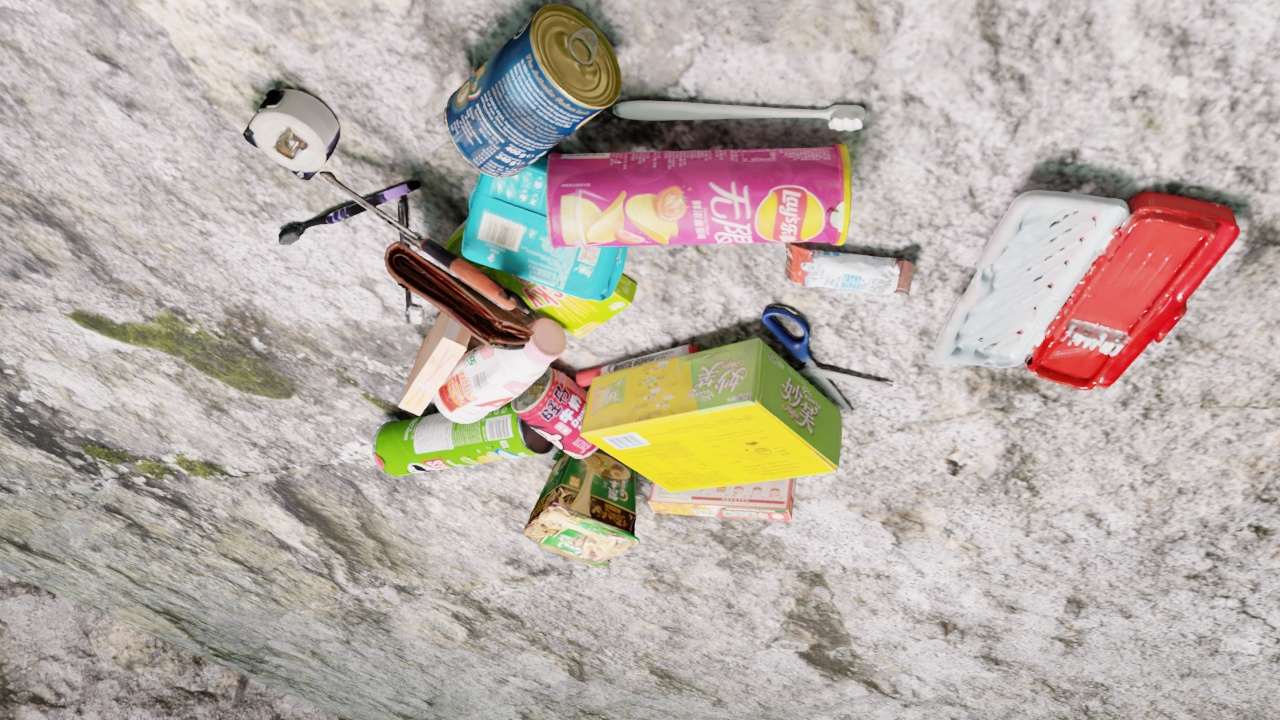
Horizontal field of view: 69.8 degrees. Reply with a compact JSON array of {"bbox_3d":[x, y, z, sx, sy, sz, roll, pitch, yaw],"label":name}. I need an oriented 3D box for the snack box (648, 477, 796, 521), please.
[{"bbox_3d":[0.092,0.132,1.007,0.156,0.076,0.027,0,143,20],"label":"snack box"}]

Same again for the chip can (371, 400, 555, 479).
[{"bbox_3d":[-0.207,0.089,1.065,0.237,0.072,0.072,-12,137,33],"label":"chip can"}]

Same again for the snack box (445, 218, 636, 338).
[{"bbox_3d":[-0.089,-0.082,0.825,0.156,0.026,0.086,33,142,-24],"label":"snack box"}]

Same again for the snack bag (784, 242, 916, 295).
[{"bbox_3d":[0.167,-0.073,0.742,0.104,0.026,0.048,6,150,11],"label":"snack bag"}]

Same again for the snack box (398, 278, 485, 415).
[{"bbox_3d":[-0.196,-0.015,0.908,0.026,0.084,0.158,24,144,-17],"label":"snack box"}]

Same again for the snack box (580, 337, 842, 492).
[{"bbox_3d":[0.070,0.062,0.907,0.211,0.069,0.157,-14,143,37],"label":"snack box"}]

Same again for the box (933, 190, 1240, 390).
[{"bbox_3d":[0.328,-0.052,0.703,0.158,0.039,0.201,13,145,5],"label":"box"}]

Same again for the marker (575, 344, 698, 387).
[{"bbox_3d":[-0.005,0.005,0.922,0.146,0.017,0.017,-14,135,35],"label":"marker"}]

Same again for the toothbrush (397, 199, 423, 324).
[{"bbox_3d":[-0.221,-0.089,0.875,0.018,0.015,0.181,10,146,-3],"label":"toothbrush"}]

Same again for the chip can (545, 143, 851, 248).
[{"bbox_3d":[0.040,-0.116,0.660,0.210,0.071,0.071,-1,143,4],"label":"chip can"}]

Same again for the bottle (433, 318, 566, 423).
[{"bbox_3d":[-0.140,0.008,0.922,0.068,0.068,0.197,33,145,-23],"label":"bottle"}]

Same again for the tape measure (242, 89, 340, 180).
[{"bbox_3d":[-0.282,-0.187,0.749,0.065,0.033,0.066,33,141,-26],"label":"tape measure"}]

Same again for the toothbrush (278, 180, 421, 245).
[{"bbox_3d":[-0.269,-0.133,0.833,0.189,0.016,0.014,-12,136,31],"label":"toothbrush"}]

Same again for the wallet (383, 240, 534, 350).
[{"bbox_3d":[-0.156,-0.052,0.792,0.124,0.032,0.101,35,-178,10],"label":"wallet"}]

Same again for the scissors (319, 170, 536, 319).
[{"bbox_3d":[-0.168,-0.090,0.761,0.225,0.015,0.189,33,178,19],"label":"scissors"}]

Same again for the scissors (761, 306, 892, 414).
[{"bbox_3d":[0.150,0.003,0.866,0.163,0.012,0.174,-3,142,22],"label":"scissors"}]

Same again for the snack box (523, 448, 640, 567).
[{"bbox_3d":[-0.062,0.166,1.088,0.117,0.105,0.118,24,145,-16],"label":"snack box"}]

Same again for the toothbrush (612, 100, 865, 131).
[{"bbox_3d":[0.066,-0.174,0.651,0.180,0.016,0.016,6,142,14],"label":"toothbrush"}]

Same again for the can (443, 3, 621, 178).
[{"bbox_3d":[-0.077,-0.183,0.640,0.075,0.075,0.111,37,140,-27],"label":"can"}]

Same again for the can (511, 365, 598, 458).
[{"bbox_3d":[-0.084,0.053,0.974,0.067,0.066,0.094,-20,132,39],"label":"can"}]

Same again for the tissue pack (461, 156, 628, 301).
[{"bbox_3d":[-0.071,-0.109,0.733,0.133,0.050,0.093,20,109,-3],"label":"tissue pack"}]
